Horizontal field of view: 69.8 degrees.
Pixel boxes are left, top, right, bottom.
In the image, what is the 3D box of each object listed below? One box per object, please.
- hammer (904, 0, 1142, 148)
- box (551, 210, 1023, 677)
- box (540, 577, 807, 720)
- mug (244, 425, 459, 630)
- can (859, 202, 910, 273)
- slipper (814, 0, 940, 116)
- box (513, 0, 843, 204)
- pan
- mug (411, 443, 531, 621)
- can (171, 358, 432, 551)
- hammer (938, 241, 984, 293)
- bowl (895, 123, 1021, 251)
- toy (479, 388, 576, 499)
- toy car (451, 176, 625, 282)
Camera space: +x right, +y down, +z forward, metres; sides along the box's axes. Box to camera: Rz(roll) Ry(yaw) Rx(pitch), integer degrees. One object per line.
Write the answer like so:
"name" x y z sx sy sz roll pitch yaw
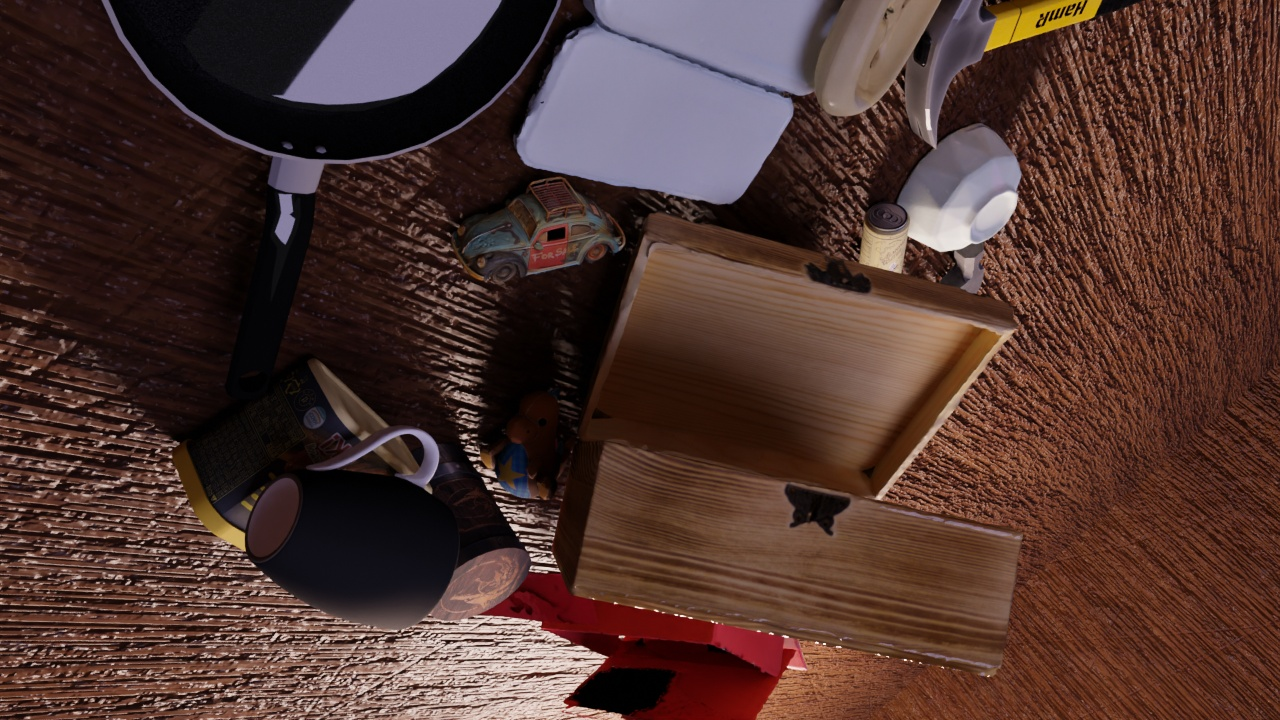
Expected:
"hammer" 0.336 -0.277 0.725 0.323 0.034 0.170 -23 145 -23
"box" 0.096 0.057 0.690 0.279 0.263 0.270 11 171 -7
"box" 0.090 0.386 0.965 0.468 0.215 0.137 58 43 -31
"mug" -0.165 0.090 0.537 0.100 0.085 0.118 34 70 -44
"can" 0.214 -0.099 0.811 0.038 0.038 0.080 -29 145 -13
"slipper" 0.200 -0.257 0.550 0.262 0.079 0.111 -60 160 20
"box" 0.039 -0.182 0.558 0.208 0.037 0.190 4 126 -45
"pan" -0.157 -0.125 0.433 0.203 0.044 0.357 -2 132 -41
"mug" -0.155 0.127 0.675 0.115 0.107 0.080 -5 134 -39
"can" -0.212 0.074 0.594 0.101 0.072 0.131 -37 146 -7
"hammer" 0.230 0.000 0.935 0.300 0.028 0.111 -39 149 -5
"bowl" 0.290 -0.143 0.810 0.117 0.061 0.118 -24 143 -20
"toy" -0.076 0.061 0.738 0.102 0.071 0.090 -29 139 -55
"toy car" -0.060 -0.085 0.567 0.111 0.047 0.047 -17 143 -28
